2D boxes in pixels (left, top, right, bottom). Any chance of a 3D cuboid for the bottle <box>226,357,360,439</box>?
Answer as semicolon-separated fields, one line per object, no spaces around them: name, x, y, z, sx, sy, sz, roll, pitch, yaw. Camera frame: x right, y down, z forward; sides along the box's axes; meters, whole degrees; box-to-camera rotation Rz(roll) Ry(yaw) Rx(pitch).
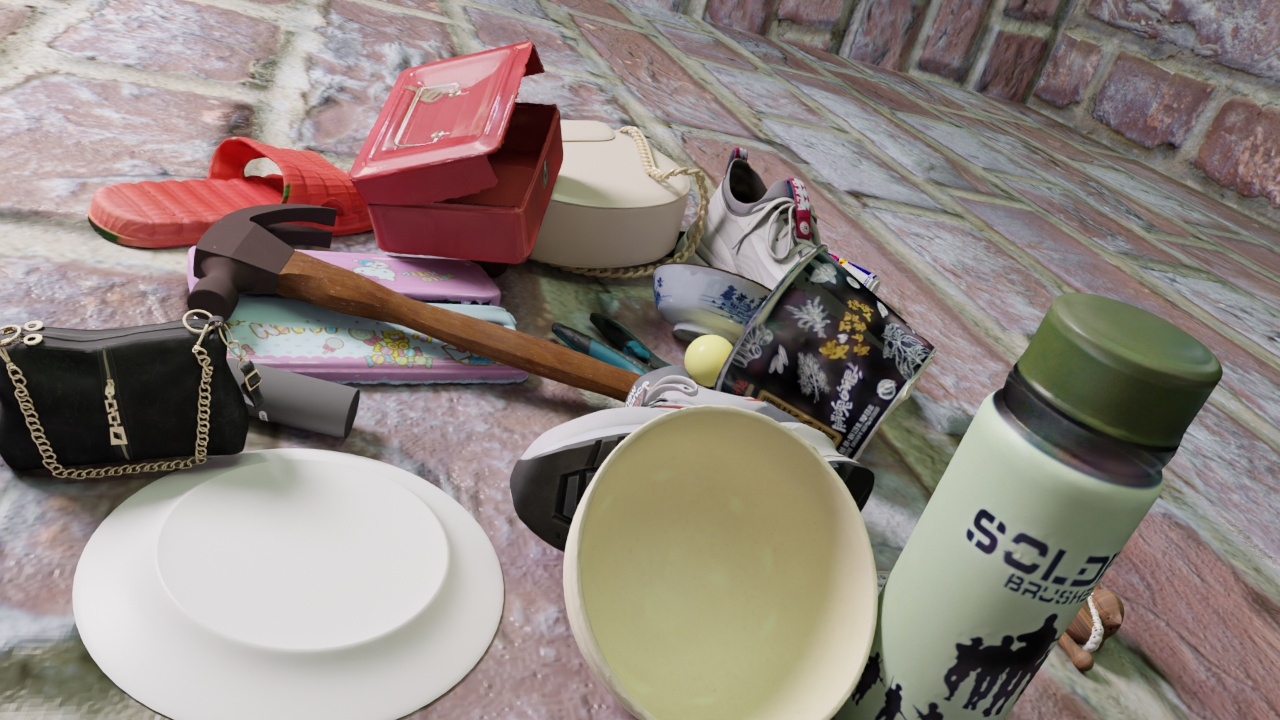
bottle;-0.219;0.017;0.519;0.113;0.030;0.030;14;28;-7

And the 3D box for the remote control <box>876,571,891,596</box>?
remote control;0.109;0.132;0.517;0.136;0.013;0.033;7;30;-21

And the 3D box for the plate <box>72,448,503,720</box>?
plate;-0.157;0.092;0.432;0.188;0.016;0.188;14;28;-8

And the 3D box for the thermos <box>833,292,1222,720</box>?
thermos;0.164;0.082;0.406;0.082;0.232;0.082;14;27;-7

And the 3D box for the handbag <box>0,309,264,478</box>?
handbag;-0.254;0.012;0.447;0.128;0.079;0.054;-4;36;-20

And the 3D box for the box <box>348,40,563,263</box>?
box;-0.136;-0.156;0.716;0.134;0.110;0.157;-2;47;13

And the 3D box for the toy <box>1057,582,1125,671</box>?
toy;0.250;0.139;0.563;0.054;0.042;0.101;-21;50;-19

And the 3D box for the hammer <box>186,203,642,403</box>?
hammer;-0.124;-0.023;0.605;0.323;0.033;0.115;19;38;-9

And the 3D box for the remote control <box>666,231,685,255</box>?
remote control;0.044;-0.120;0.947;0.149;0.013;0.034;-4;34;-34

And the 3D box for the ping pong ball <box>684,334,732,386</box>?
ping pong ball;0.054;0.000;0.701;0.040;0.040;0.040;14;28;-8

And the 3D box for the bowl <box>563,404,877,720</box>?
bowl;0.027;0.102;0.429;0.150;0.075;0.150;8;68;-22

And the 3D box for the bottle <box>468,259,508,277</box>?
bottle;-0.151;-0.105;0.790;0.025;0.025;0.106;-11;39;-43

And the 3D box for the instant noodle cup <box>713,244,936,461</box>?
instant noodle cup;0.137;0.003;0.659;0.112;0.138;0.137;37;31;14

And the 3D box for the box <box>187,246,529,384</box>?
box;-0.191;-0.033;0.632;0.213;0.035;0.151;0;36;-30

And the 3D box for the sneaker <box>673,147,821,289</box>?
sneaker;0.134;-0.087;0.816;0.096;0.129;0.263;-4;36;-34

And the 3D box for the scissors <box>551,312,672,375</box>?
scissors;-0.003;0.000;0.691;0.123;0.019;0.148;8;31;-20

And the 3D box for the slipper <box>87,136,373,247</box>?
slipper;-0.303;-0.141;0.731;0.103;0.059;0.248;36;34;31

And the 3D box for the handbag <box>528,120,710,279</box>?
handbag;-0.063;-0.168;0.862;0.210;0.104;0.208;-10;39;-34

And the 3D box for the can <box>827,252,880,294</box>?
can;0.206;-0.094;0.973;0.095;0.032;0.032;31;30;24

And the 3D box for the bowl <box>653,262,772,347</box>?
bowl;0.058;-0.036;0.741;0.114;0.045;0.114;17;-10;3

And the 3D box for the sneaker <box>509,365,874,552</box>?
sneaker;0.017;0.054;0.546;0.239;0.089;0.124;10;23;-34
